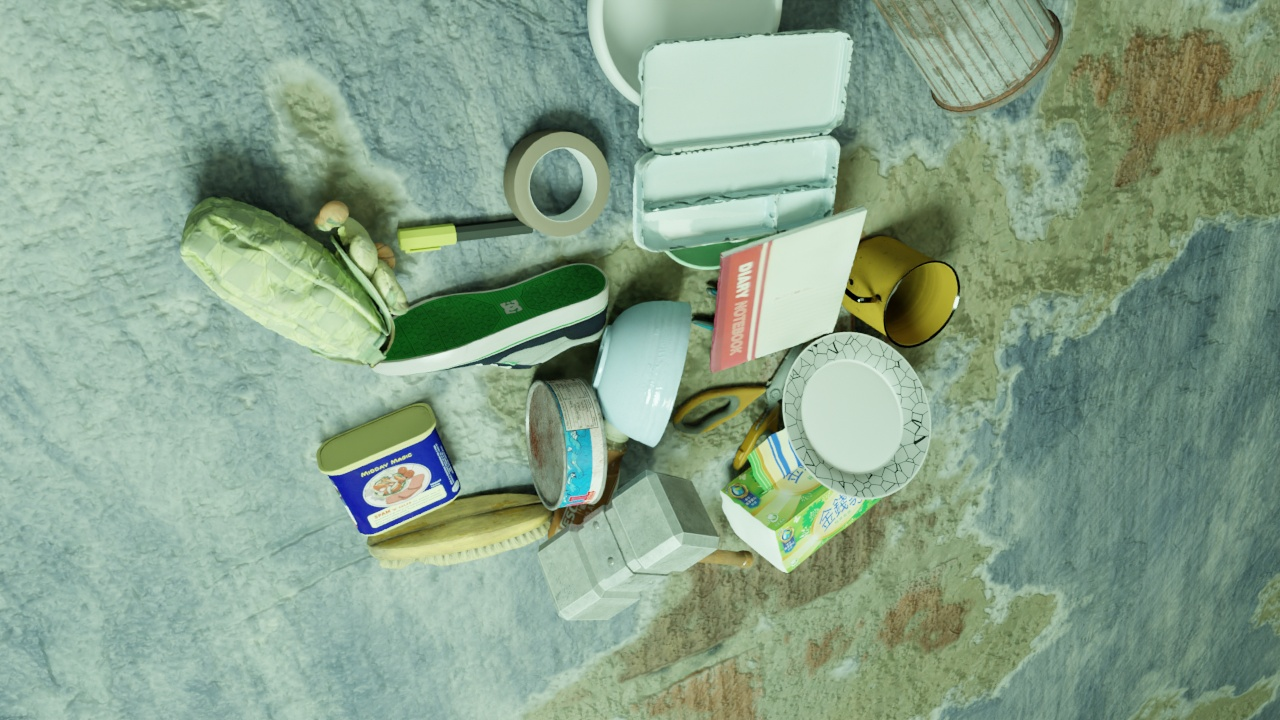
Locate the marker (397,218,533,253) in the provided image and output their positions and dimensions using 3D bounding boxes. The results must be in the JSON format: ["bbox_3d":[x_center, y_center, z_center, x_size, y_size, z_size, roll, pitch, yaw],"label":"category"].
[{"bbox_3d":[-0.159,-0.116,0.841,0.123,0.017,0.021,-10,121,-21],"label":"marker"}]

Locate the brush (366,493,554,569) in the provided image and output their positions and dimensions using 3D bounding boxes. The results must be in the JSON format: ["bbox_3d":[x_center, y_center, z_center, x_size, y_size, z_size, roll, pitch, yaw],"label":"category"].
[{"bbox_3d":[-0.187,0.181,0.968,0.195,0.059,0.043,-10,129,-18],"label":"brush"}]

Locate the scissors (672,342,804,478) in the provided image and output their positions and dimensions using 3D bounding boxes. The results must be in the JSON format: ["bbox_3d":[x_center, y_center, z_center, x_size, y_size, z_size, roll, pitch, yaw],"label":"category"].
[{"bbox_3d":[0.145,0.060,1.081,0.225,0.016,0.217,-24,124,-14],"label":"scissors"}]

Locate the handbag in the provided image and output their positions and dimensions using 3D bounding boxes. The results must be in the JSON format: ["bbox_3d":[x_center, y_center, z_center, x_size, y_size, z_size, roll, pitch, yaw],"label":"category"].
[{"bbox_3d":[-0.272,-0.078,0.754,0.186,0.113,0.117,40,89,-35],"label":"handbag"}]

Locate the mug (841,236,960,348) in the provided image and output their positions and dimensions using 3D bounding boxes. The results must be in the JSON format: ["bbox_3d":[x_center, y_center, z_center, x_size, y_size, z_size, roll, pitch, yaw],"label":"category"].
[{"bbox_3d":[0.271,-0.079,1.012,0.123,0.094,0.101,-4,118,-26],"label":"mug"}]

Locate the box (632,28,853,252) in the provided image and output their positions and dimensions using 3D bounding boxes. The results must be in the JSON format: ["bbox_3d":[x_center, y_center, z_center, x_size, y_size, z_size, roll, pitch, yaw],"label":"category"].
[{"bbox_3d":[0.090,-0.194,0.812,0.208,0.037,0.189,-13,119,-20],"label":"box"}]

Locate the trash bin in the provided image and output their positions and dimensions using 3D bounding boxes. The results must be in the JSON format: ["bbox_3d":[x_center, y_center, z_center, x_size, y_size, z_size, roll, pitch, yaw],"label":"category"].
[{"bbox_3d":[0.295,-0.337,0.860,0.211,0.131,0.131,37,97,-34],"label":"trash bin"}]

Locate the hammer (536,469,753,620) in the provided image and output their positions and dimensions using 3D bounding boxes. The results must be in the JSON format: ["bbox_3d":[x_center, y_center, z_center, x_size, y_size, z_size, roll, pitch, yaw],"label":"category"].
[{"bbox_3d":[0.050,0.214,1.017,0.163,0.083,0.317,-37,150,20],"label":"hammer"}]

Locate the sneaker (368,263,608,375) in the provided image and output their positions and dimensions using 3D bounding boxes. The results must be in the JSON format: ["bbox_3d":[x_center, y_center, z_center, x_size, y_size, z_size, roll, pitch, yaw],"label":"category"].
[{"bbox_3d":[-0.139,-0.019,0.869,0.235,0.084,0.079,-17,135,-17],"label":"sneaker"}]

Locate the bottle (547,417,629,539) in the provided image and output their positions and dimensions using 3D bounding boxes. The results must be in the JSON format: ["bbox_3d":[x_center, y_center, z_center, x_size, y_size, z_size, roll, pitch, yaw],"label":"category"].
[{"bbox_3d":[-0.051,0.135,1.005,0.059,0.059,0.167,10,112,-29],"label":"bottle"}]

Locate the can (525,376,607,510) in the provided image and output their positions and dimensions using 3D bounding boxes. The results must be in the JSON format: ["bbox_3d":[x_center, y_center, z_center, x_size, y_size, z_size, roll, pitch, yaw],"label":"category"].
[{"bbox_3d":[-0.077,0.082,0.919,0.044,0.130,0.130,-5,119,-23],"label":"can"}]

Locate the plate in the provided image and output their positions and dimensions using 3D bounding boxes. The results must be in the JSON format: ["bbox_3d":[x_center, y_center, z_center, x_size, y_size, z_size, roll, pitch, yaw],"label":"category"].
[{"bbox_3d":[0.241,0.061,1.033,0.188,0.016,0.188,5,76,-18],"label":"plate"}]

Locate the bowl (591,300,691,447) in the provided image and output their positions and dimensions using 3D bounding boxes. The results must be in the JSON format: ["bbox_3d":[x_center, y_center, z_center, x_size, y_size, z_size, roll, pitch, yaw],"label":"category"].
[{"bbox_3d":[-0.005,0.005,0.913,0.075,0.150,0.151,14,112,-7],"label":"bowl"}]

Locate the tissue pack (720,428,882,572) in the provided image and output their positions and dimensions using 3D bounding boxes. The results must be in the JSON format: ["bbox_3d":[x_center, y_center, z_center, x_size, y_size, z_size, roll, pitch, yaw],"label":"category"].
[{"bbox_3d":[0.192,0.124,1.065,0.197,0.120,0.141,-38,129,-23],"label":"tissue pack"}]

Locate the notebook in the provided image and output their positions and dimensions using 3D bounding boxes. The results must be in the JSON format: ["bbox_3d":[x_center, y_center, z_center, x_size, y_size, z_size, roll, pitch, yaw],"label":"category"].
[{"bbox_3d":[0.145,-0.066,0.942,0.153,0.012,0.209,-19,150,-10],"label":"notebook"}]

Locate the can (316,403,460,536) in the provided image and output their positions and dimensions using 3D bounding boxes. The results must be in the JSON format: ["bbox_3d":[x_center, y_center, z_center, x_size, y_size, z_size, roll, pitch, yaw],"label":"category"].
[{"bbox_3d":[-0.244,0.109,0.903,0.116,0.056,0.092,-23,125,-12],"label":"can"}]

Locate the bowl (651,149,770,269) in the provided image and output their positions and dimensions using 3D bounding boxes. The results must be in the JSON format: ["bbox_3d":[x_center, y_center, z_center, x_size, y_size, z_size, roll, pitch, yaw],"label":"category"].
[{"bbox_3d":[0.062,-0.169,0.876,0.150,0.077,0.151,-11,121,-20],"label":"bowl"}]

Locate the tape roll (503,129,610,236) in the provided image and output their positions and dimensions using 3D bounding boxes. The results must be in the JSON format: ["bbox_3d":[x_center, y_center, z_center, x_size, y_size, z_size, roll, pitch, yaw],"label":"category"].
[{"bbox_3d":[-0.076,-0.162,0.836,0.093,0.030,0.094,-9,111,-26],"label":"tape roll"}]

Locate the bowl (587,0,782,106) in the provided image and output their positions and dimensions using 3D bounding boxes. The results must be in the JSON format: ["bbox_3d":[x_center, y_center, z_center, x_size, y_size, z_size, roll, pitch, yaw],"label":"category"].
[{"bbox_3d":[0.031,-0.306,0.792,0.176,0.066,0.177,-11,121,-19],"label":"bowl"}]

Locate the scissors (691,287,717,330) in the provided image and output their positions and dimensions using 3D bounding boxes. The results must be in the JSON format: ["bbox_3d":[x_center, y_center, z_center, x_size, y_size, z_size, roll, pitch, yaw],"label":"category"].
[{"bbox_3d":[0.118,-0.043,1.008,0.144,0.019,0.126,-24,128,-5],"label":"scissors"}]
